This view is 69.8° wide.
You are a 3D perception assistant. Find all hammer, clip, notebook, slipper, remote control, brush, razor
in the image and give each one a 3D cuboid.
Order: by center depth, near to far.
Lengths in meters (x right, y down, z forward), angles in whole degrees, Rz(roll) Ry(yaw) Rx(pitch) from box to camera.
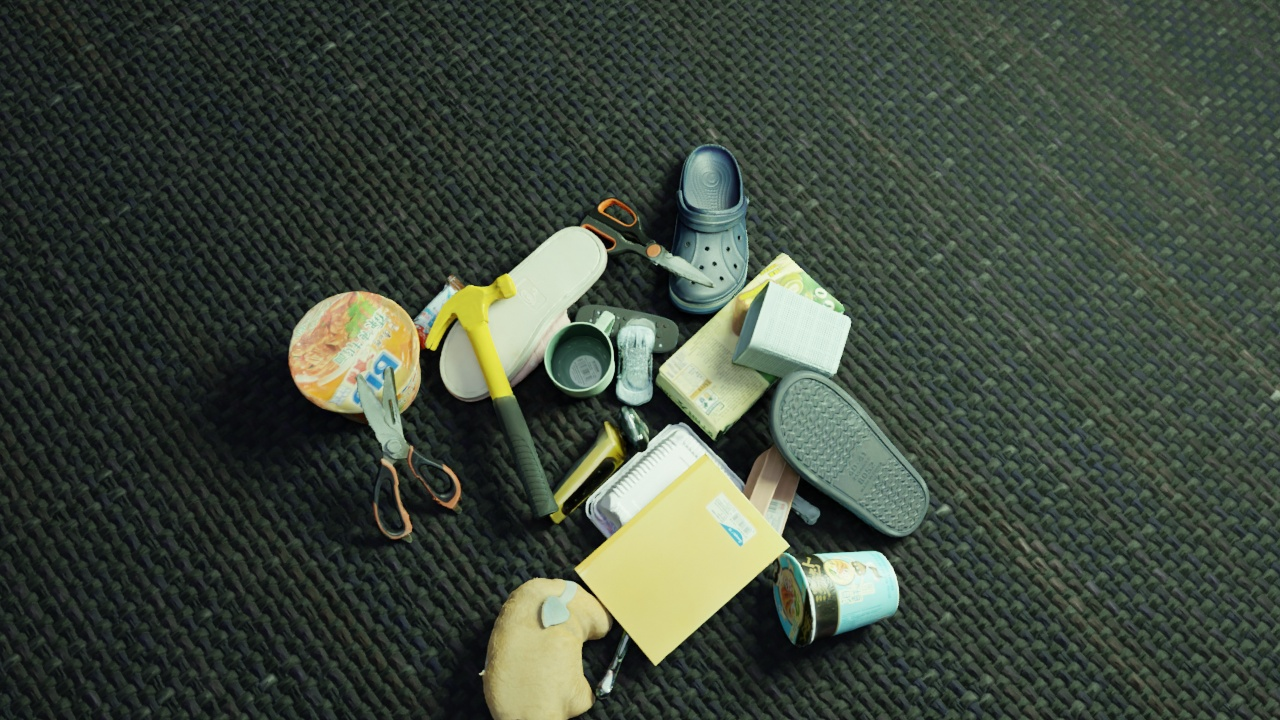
[{"bbox_3d":[0.047,0.228,1.058,0.206,0.010,0.146,-42,82,-1],"label":"notebook"},{"bbox_3d":[-0.019,0.324,1.066,0.042,0.022,0.142,31,64,-14],"label":"razor"},{"bbox_3d":[0.152,0.169,1.111,0.063,0.073,0.145,16,70,21],"label":"brush"},{"bbox_3d":[-0.167,0.048,1.114,0.129,0.033,0.300,-24,77,5],"label":"hammer"},{"bbox_3d":[0.241,0.118,1.120,0.268,0.083,0.110,41,79,-20],"label":"slipper"},{"bbox_3d":[-0.053,0.131,1.126,0.167,0.062,0.067,-46,46,-11],"label":"razor"},{"bbox_3d":[0.197,0.180,1.142,0.057,0.028,0.024,40,72,19],"label":"clip"},{"bbox_3d":[-0.148,-0.059,1.179,0.114,0.054,0.274,40,84,13],"label":"slipper"},{"bbox_3d":[-0.019,-0.040,1.199,0.136,0.024,0.053,11,75,-1],"label":"remote control"},{"bbox_3d":[0.097,-0.183,1.220,0.105,0.095,0.252,5,68,1],"label":"slipper"}]

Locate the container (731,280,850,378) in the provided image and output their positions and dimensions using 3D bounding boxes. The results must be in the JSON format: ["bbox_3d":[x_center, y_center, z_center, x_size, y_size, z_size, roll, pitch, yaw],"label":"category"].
[{"bbox_3d":[0.184,-0.027,1.110,0.111,0.090,0.089,21,73,-3],"label":"container"}]

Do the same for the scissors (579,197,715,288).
[{"bbox_3d":[0.002,-0.132,1.194,0.125,0.022,0.234,-36,58,2],"label":"scissors"}]

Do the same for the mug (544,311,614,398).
[{"bbox_3d":[-0.066,-0.009,1.135,0.082,0.106,0.111,31,83,5],"label":"mug"}]

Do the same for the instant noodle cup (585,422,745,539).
[{"bbox_3d":[0.034,0.167,1.117,0.173,0.060,0.138,-41,79,-14],"label":"instant noodle cup"}]

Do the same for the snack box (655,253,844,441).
[{"bbox_3d":[0.140,-0.019,1.182,0.114,0.063,0.239,44,74,10],"label":"snack box"}]

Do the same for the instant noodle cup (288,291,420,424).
[{"bbox_3d":[-0.337,0.006,1.117,0.151,0.111,0.151,1,71,-3],"label":"instant noodle cup"}]

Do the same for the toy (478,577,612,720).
[{"bbox_3d":[-0.112,0.359,1.029,0.143,0.083,0.225,16,71,-14],"label":"toy"}]

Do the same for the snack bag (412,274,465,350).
[{"bbox_3d":[-0.264,-0.062,1.190,0.048,0.026,0.104,45,75,-2],"label":"snack bag"}]

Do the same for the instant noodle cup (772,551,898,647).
[{"bbox_3d":[0.231,0.270,1.076,0.120,0.111,0.111,-7,72,-14],"label":"instant noodle cup"}]

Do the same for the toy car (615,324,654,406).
[{"bbox_3d":[-0.007,0.007,1.169,0.049,0.031,0.105,1,92,-1],"label":"toy car"}]

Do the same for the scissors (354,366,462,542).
[{"bbox_3d":[-0.274,0.113,1.071,0.214,0.015,0.197,29,95,-29],"label":"scissors"}]
